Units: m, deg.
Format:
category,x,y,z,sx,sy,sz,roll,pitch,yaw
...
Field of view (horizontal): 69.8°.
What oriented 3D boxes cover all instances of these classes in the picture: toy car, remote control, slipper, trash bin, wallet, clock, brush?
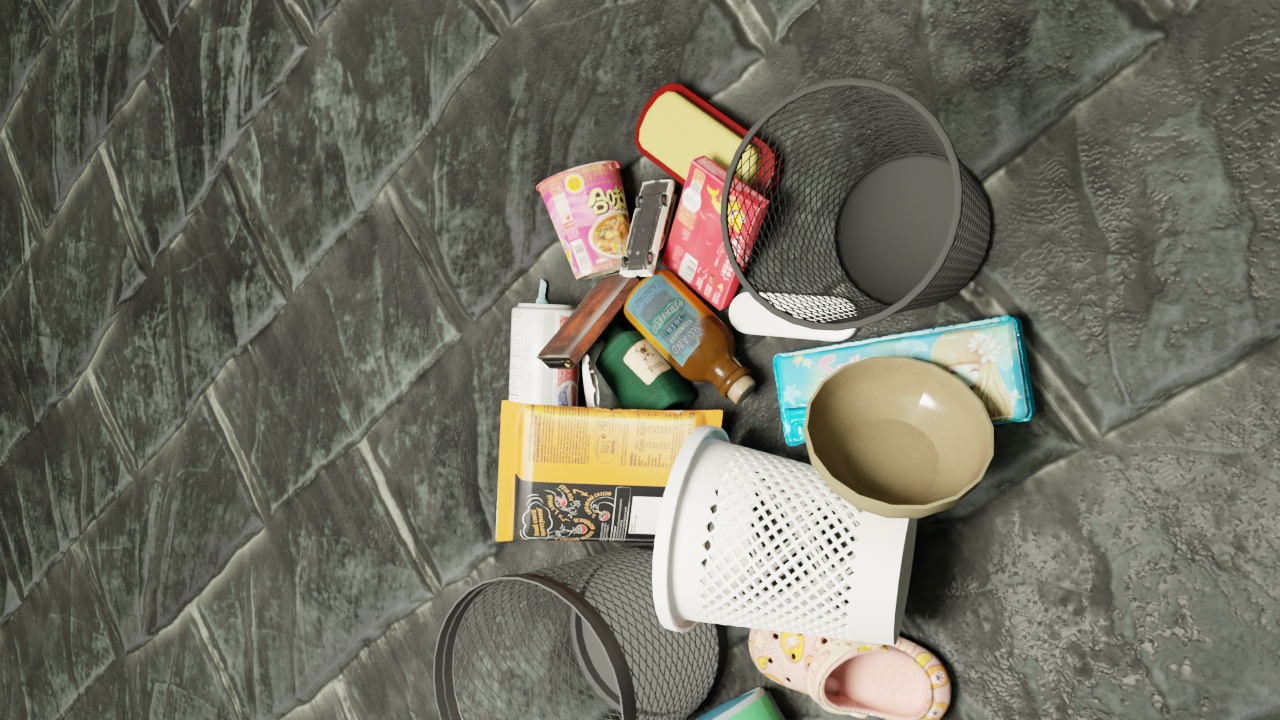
category,x,y,z,sx,sy,sz,roll,pitch,yaw
toy car,0.011,-0.136,0.962,0.039,0.039,0.113,1,68,32
remote control,0.151,-0.044,0.911,0.137,0.013,0.043,6,95,32
slipper,0.187,0.287,0.862,0.197,0.081,0.093,10,96,29
trash bin,0.197,-0.117,0.764,0.184,0.209,0.184,1,92,32
trash bin,0.140,0.170,0.837,0.200,0.195,0.195,7,96,22
wallet,-0.055,-0.043,0.974,0.122,0.019,0.072,-53,26,-21
trash bin,-0.047,0.301,0.920,0.218,0.226,0.218,1,92,32
clock,0.075,0.382,0.886,0.122,0.161,0.075,-39,71,26
brush,0.064,-0.216,0.942,0.173,0.041,0.082,42,112,24

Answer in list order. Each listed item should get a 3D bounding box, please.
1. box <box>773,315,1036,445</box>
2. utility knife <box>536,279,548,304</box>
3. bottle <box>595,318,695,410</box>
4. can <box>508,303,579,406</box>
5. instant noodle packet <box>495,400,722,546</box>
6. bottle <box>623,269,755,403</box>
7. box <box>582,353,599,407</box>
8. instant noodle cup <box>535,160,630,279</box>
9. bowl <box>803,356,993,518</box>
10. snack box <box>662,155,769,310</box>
category,x,y,z,sx,sy,sz,roll,pitch,yaw
box,0.235,0.023,0.844,0.227,0.041,0.094,-10,86,32
utility knife,-0.120,-0.033,1.081,0.022,0.015,0.126,11,94,36
bottle,-0.006,0.006,0.982,0.061,0.061,0.131,-45,69,27
can,-0.108,0.005,1.035,0.078,0.078,0.136,5,94,32
instant noodle packet,-0.033,0.118,0.935,0.220,0.032,0.160,3,112,-7
bottle,0.056,-0.019,0.939,0.157,0.067,0.068,47,114,22
box,-0.064,0.079,0.977,0.140,0.141,0.083,-38,29,9
instant noodle cup,-0.052,-0.148,0.993,0.098,0.097,0.108,-16,91,31
bowl,0.214,0.071,0.775,0.152,0.152,0.050,31,152,27
snack box,0.072,-0.126,0.919,0.089,0.021,0.133,42,139,23
